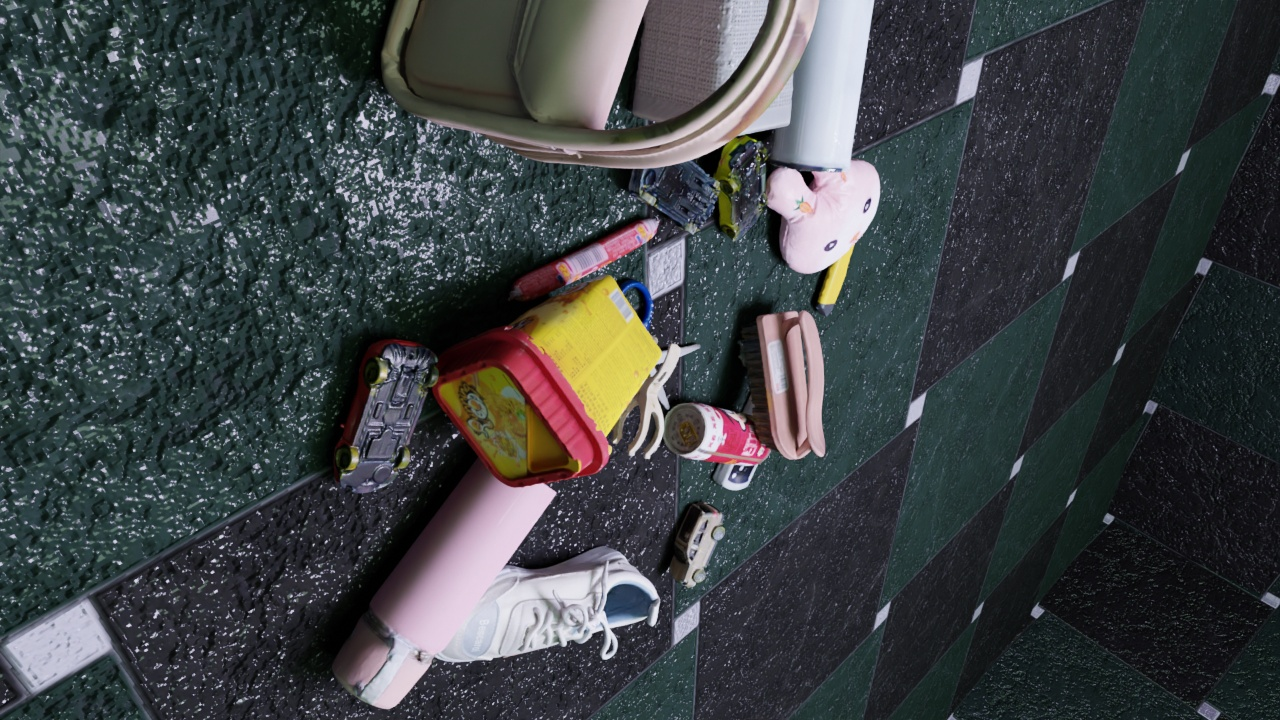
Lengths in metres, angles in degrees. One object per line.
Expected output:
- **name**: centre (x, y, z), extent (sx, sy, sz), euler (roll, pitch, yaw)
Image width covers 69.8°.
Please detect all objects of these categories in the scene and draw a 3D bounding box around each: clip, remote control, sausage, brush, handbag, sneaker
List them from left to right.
- **sneaker**: centre (-0.076, 0.223, 0.793), extent (0.241, 0.091, 0.089), euler (0, 113, -50)
- **sausage**: centre (-0.038, -0.076, 0.689), extent (0.155, 0.020, 0.020), euler (-31, 135, -34)
- **handbag**: centre (-0.016, -0.185, 0.455), extent (0.093, 0.234, 0.193), euler (2, 112, -49)
- **clip**: centre (-0.010, 0.030, 0.782), extent (0.034, 0.084, 0.104), euler (16, 77, -56)
- **remote control**: centre (0.127, 0.071, 0.992), extent (0.058, 0.021, 0.150), euler (13, 103, -53)
- **brush**: centre (0.145, 0.025, 0.899), extent (0.063, 0.073, 0.145), euler (-10, 93, -49)

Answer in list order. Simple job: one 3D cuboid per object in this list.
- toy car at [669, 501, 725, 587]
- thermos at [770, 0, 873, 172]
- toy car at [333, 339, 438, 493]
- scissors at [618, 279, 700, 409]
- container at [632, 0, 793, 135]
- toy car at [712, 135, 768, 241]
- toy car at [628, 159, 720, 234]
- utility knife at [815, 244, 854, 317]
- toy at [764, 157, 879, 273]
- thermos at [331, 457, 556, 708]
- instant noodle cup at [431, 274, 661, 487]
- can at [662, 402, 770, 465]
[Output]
- **toy car**: centre (0.057, 0.196, 0.978), extent (0.035, 0.042, 0.090), euler (19, 94, -30)
- **thermos**: centre (0.152, -0.267, 0.730), extent (0.073, 0.073, 0.224), euler (-16, 118, -44)
- **toy car**: centre (-0.169, 0.036, 0.598), extent (0.049, 0.031, 0.106), euler (5, 109, -51)
- **scissors**: centre (-0.003, -0.003, 0.792), extent (0.162, 0.012, 0.175), euler (-36, 139, -31)
- **container**: centre (0.055, -0.226, 0.642), extent (0.090, 0.090, 0.114), euler (-22, 127, -41)
- **toy car**: centre (0.082, -0.146, 0.779), extent (0.048, 0.032, 0.105), euler (-47, 154, -18)
- **toy car**: centre (0.025, -0.136, 0.715), extent (0.105, 0.031, 0.049), euler (23, 95, -56)
- **utility knife**: centre (0.215, -0.119, 0.972), extent (0.033, 0.015, 0.154), euler (-10, 121, -55)
- **toy**: centre (0.170, -0.146, 0.862), extent (0.121, 0.054, 0.159), euler (-49, 144, 4)
- **thermos**: centre (-0.144, 0.159, 0.673), extent (0.067, 0.087, 0.198), euler (39, 79, -10)
- **instant noodle cup**: centre (-0.058, 0.009, 0.638), extent (0.116, 0.116, 0.123), euler (55, 49, -15)
- **can**: centre (0.078, 0.074, 0.906), extent (0.132, 0.053, 0.053), euler (15, 102, -54)
